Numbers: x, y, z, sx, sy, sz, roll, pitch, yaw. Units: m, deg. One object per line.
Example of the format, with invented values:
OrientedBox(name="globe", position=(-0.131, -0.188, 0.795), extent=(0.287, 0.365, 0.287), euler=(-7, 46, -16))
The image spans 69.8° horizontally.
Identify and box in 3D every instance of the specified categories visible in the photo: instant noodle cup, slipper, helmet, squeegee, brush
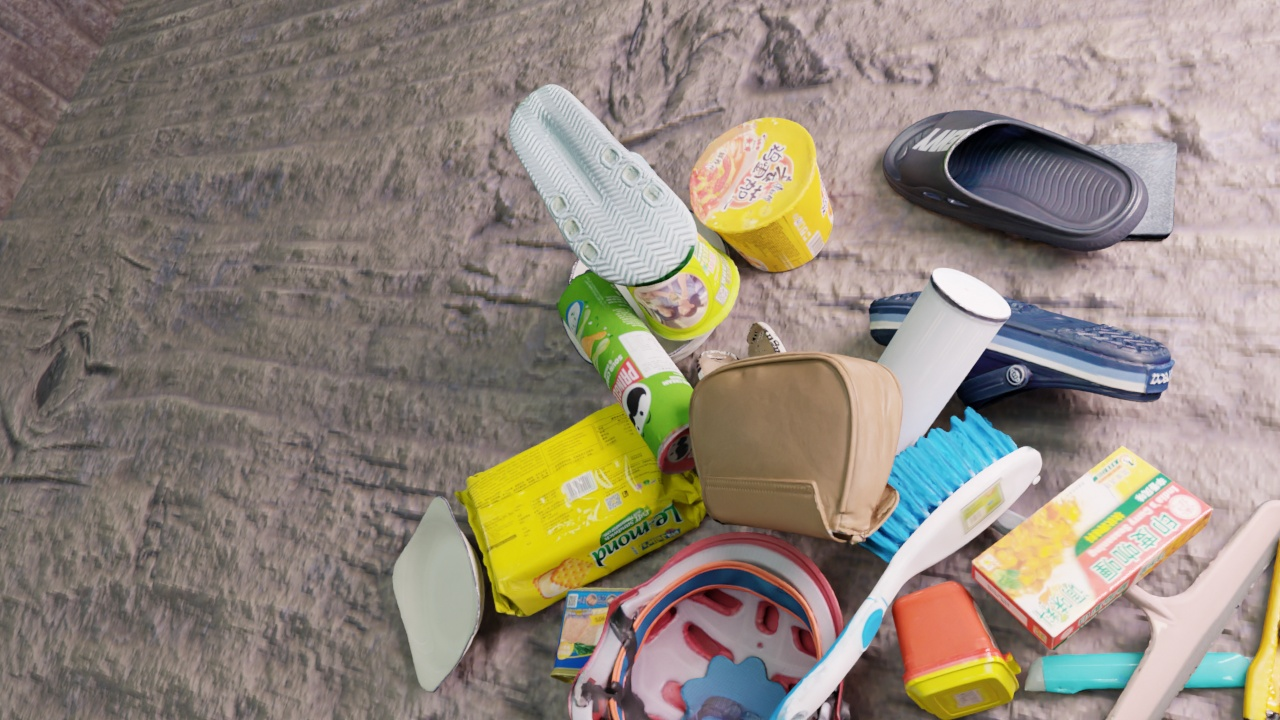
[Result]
OrientedBox(name="instant noodle cup", position=(0.135, -0.166, 0.962), extent=(0.138, 0.110, 0.137), euler=(-14, 59, 24))
OrientedBox(name="slipper", position=(-0.038, -0.162, 0.867), extent=(0.104, 0.074, 0.245), euler=(-44, 67, 14))
OrientedBox(name="helmet", position=(0.068, 0.274, 0.748), extent=(0.207, 0.144, 0.239), euler=(17, 56, 28))
OrientedBox(name="slipper", position=(0.334, -0.187, 0.856), extent=(0.110, 0.083, 0.268), euler=(-54, 44, 1))
OrientedBox(name="slipper", position=(0.314, -0.002, 0.783), extent=(0.253, 0.105, 0.095), euler=(19, 108, 46))
OrientedBox(name="squeegee", position=(0.320, 0.147, 0.721), extent=(0.247, 0.040, 0.250), euler=(-50, 47, -9))
OrientedBox(name="brush", position=(0.190, 0.154, 0.705), extent=(0.314, 0.060, 0.109), euler=(-35, 35, -12))
OrientedBox(name="instant noodle cup", position=(0.026, -0.096, 0.922), extent=(0.112, 0.123, 0.111), euler=(-14, 58, 23))

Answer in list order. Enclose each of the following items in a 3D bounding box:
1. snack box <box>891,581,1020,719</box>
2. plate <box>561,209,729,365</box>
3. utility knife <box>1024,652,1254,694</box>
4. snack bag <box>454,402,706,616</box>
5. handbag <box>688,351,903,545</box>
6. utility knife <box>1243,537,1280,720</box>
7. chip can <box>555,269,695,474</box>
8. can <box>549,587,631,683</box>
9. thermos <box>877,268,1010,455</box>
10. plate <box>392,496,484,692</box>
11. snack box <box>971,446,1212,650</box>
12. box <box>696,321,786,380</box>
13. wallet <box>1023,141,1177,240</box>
OrientedBox(name="snack box", position=(0.240, 0.221, 0.706), extent=(0.082, 0.091, 0.080), euler=(-24, 48, 18))
OrientedBox(name="plate", position=(0.010, -0.075, 1.029), extent=(0.205, 0.045, 0.204), euler=(-15, 58, 24))
OrientedBox(name="utility knife", position=(0.376, 0.227, 0.668), extent=(0.183, 0.013, 0.029), euler=(-9, 63, 23))
OrientedBox(name="snack bag", position=(-0.062, 0.139, 0.925), extent=(0.246, 0.068, 0.158), euler=(-28, 53, 4))
OrientedBox(name="handbag", position=(0.127, 0.068, 0.751), extent=(0.205, 0.099, 0.147), euler=(-6, 80, 59))
OrientedBox(name="utility knife", position=(0.453, 0.171, 0.643), extent=(0.033, 0.015, 0.201), euler=(15, 72, 21))
OrientedBox(name="chip can", position=(-0.005, 0.005, 0.921), extent=(0.072, 0.072, 0.236), euler=(-40, 53, 6))
OrientedBox(name="can", position=(-0.027, 0.261, 0.863), extent=(0.102, 0.057, 0.083), euler=(-6, 59, 28))
OrientedBox(name="thermos", position=(0.217, 0.032, 0.769), extent=(0.073, 0.073, 0.225), euler=(55, 134, 38))
OrientedBox(name="plate", position=(-0.204, 0.242, 0.961), extent=(0.165, 0.034, 0.163), euler=(-56, 46, 32))
OrientedBox(name="snack box", position=(0.330, 0.135, 0.676), extent=(0.155, 0.027, 0.077), euler=(-34, 47, -10))
OrientedBox(name="box", position=(0.119, 0.036, 0.883), extent=(0.087, 0.075, 0.162), euler=(-54, 42, 35))
OrientedBox(name="wallet", position=(0.423, -0.154, 0.844), extent=(0.121, 0.019, 0.097), euler=(4, 69, 31))
